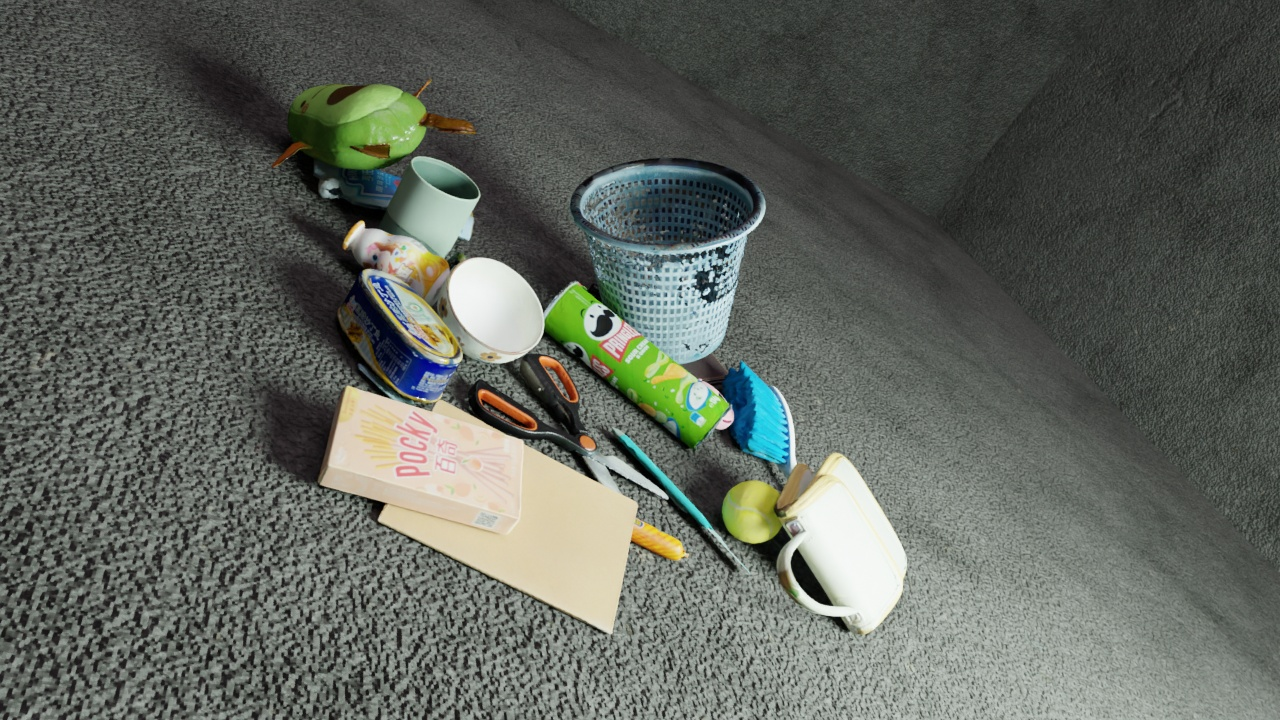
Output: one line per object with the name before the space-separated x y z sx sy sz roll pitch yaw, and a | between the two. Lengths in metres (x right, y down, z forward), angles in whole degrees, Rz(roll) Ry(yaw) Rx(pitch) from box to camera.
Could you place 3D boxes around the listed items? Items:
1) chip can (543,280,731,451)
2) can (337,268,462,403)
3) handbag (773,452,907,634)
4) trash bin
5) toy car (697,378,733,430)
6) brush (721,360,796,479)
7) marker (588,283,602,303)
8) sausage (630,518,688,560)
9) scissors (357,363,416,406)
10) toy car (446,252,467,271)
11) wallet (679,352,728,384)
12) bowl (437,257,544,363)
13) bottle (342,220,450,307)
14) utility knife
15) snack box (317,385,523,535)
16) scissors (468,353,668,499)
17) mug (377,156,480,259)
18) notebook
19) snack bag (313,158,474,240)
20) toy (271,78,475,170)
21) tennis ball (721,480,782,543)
chip can | -0.006 0.006 1.059 0.236 0.072 0.072 38 25 5
can | -0.224 -0.025 0.854 0.074 0.049 0.148 8 32 -52
handbag | 0.200 0.198 0.931 0.163 0.063 0.178 57 37 -8
trash bin | 0.033 -0.110 1.117 0.226 0.195 0.226 -1 37 1
toy car | 0.063 0.041 1.126 0.122 0.037 0.056 33 24 -2
brush | 0.169 0.121 1.106 0.109 0.061 0.313 29 28 -22
marker | -0.011 -0.069 1.247 0.132 0.020 0.022 25 44 -21
sausage | -0.026 0.146 0.848 0.165 0.021 0.021 29 26 -13
scissors | -0.201 0.047 0.815 0.128 0.017 0.133 24 25 -19
toy car | -0.191 -0.083 1.017 0.091 0.043 0.036 47 4 40
wallet | 0.064 -0.004 1.228 0.096 0.020 0.122 52 28 21
bowl | -0.163 -0.043 0.945 0.113 0.062 0.113 25 48 -31
bottle | -0.252 -0.100 0.948 0.108 0.063 0.063 33 25 -5
utility knife | 0.040 0.143 0.942 0.209 0.013 0.029 44 -1 22
snack box | -0.170 0.081 0.736 0.157 0.026 0.084 21 39 -23
scissors | -0.077 0.075 0.918 0.221 0.022 0.220 13 39 -36
mug | -0.232 -0.162 1.030 0.082 0.107 0.111 40 26 12
notebook | -0.102 0.128 0.774 0.207 0.008 0.147 29 36 -12
snack bag | -0.296 -0.198 1.100 0.190 0.039 0.110 17 36 -27
toy | -0.314 -0.265 1.030 0.247 0.090 0.226 18 42 38
tennis ball | 0.118 0.157 0.955 0.065 0.066 0.065 28 26 -15
